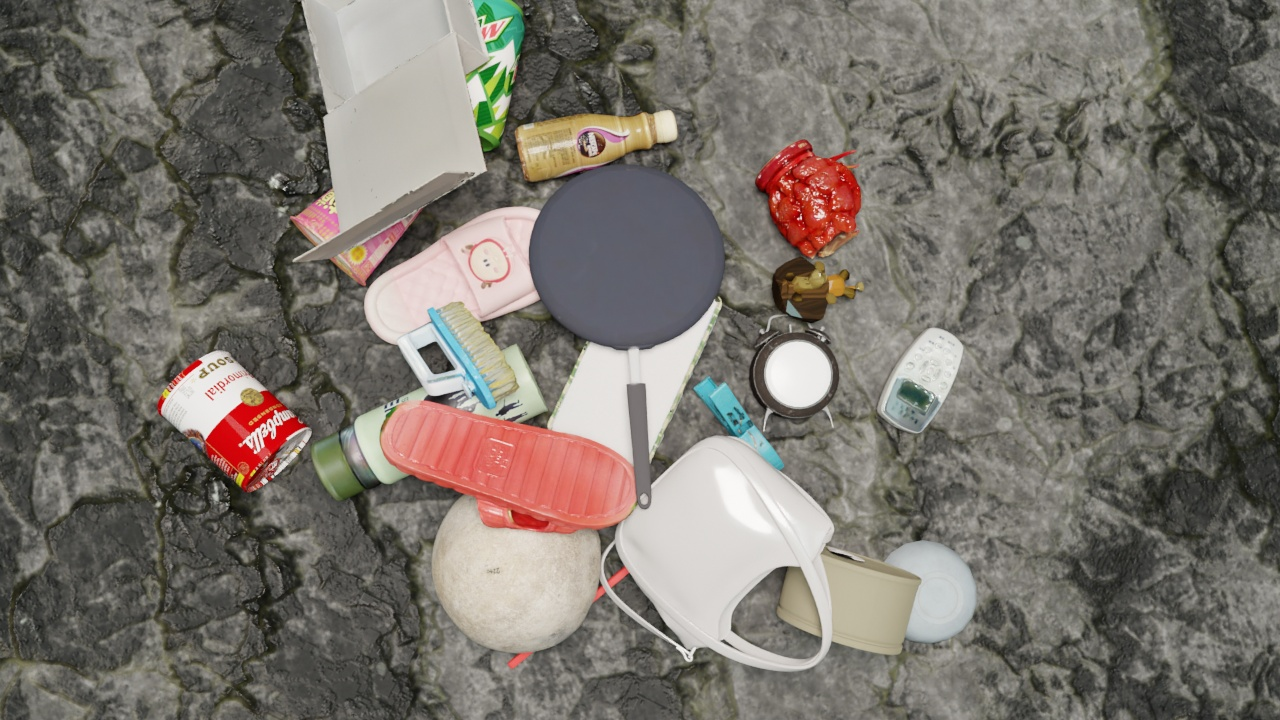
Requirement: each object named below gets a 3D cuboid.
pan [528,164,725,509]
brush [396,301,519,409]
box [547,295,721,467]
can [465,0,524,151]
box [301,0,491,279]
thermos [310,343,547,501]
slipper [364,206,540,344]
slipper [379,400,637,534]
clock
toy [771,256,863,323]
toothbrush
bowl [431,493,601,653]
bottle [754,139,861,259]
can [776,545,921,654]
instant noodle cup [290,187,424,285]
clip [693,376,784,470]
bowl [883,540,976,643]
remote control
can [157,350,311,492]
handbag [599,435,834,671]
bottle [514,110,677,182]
[{"bbox_3d":[-0.008,-0.033,0.905,0.198,0.021,0.356,-3,75,-4],"label":"pan"},{"bbox_3d":[-0.172,0.005,0.867,0.075,0.055,0.136,-30,45,-15],"label":"brush"},{"bbox_3d":[-0.006,0.006,0.949,0.117,0.051,0.205,23,84,4],"label":"box"},{"bbox_3d":[-0.171,-0.297,0.945,0.083,0.083,0.144,11,85,-2],"label":"can"},{"bbox_3d":[-0.230,-0.248,0.862,0.166,0.098,0.368,-25,64,20],"label":"box"},{"bbox_3d":[-0.214,0.063,0.924,0.231,0.082,0.082,-26,87,-4],"label":"thermos"},{"bbox_3d":[-0.180,-0.088,0.944,0.221,0.056,0.106,-25,85,-3],"label":"slipper"},{"bbox_3d":[-0.124,0.109,0.866,0.248,0.059,0.103,16,48,-9],"label":"slipper"},{"bbox_3d":[0.160,0.010,0.956,0.091,0.044,0.122,-3,86,-3],"label":"clock"},{"bbox_3d":[0.188,-0.075,0.959,0.100,0.063,0.076,-7,64,-13],"label":"toy"},{"bbox_3d":[-0.048,0.250,0.946,0.212,0.012,0.018,-39,88,-5],"label":"toothbrush"},{"bbox_3d":[-0.132,0.200,0.895,0.178,0.081,0.178,-2,82,14],"label":"bowl"},{"bbox_3d":[0.184,-0.168,0.953,0.099,0.099,0.111,-35,78,-5],"label":"bottle"},{"bbox_3d":[0.203,0.230,0.901,0.128,0.128,0.073,15,87,-1],"label":"can"},{"bbox_3d":[-0.279,-0.148,0.931,0.097,0.098,0.108,41,77,1],"label":"instant noodle cup"},{"bbox_3d":[0.105,0.070,0.934,0.027,0.102,0.119,-38,101,-2],"label":"clip"},{"bbox_3d":[0.300,0.242,0.947,0.106,0.039,0.106,0,86,-2],"label":"bowl"},{"bbox_3d":[0.297,0.020,0.969,0.060,0.028,0.114,32,86,1],"label":"remote control"},{"bbox_3d":[-0.401,0.060,0.908,0.116,0.087,0.086,42,85,1],"label":"can"},{"bbox_3d":[0.088,0.203,0.877,0.216,0.095,0.222,-46,71,16],"label":"handbag"},{"bbox_3d":[-0.045,-0.230,0.958,0.166,0.060,0.059,-13,86,-4],"label":"bottle"}]
